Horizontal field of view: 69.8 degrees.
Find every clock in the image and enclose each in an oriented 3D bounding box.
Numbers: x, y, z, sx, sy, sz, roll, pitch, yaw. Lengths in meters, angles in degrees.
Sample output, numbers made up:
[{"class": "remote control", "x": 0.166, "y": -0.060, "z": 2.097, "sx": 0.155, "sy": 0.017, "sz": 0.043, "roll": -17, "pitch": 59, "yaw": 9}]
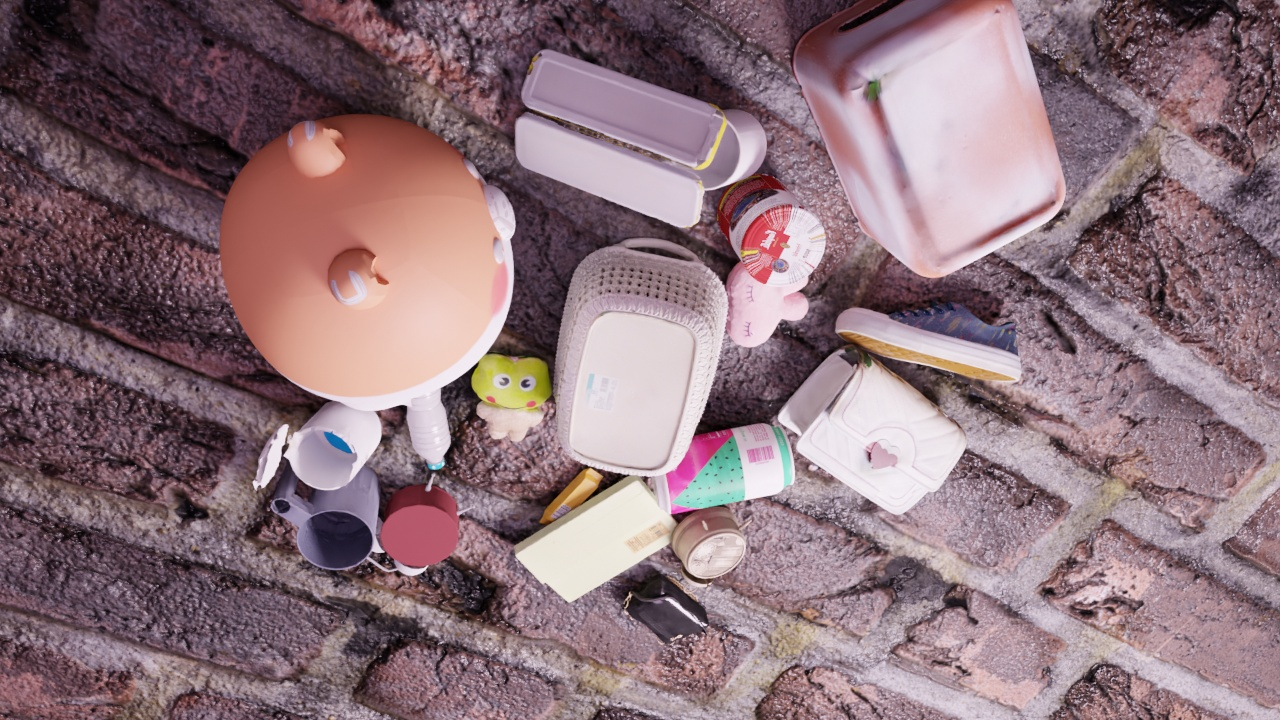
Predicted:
[{"class": "clock", "x": -0.277, "y": 0.207, "z": 1.121, "sx": 0.138, "sy": 0.048, "sz": 0.096, "roll": -39, "pitch": 117, "yaw": 12}, {"class": "clock", "x": 0.087, "y": 0.256, "z": 1.195, "sx": 0.092, "sy": 0.054, "sz": 0.141, "roll": 4, "pitch": 122, "yaw": -26}]

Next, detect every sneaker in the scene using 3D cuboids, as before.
[{"class": "sneaker", "x": 0.346, "y": -0.036, "z": 1.082, "sx": 0.235, "sy": 0.087, "sz": 0.079, "roll": 13, "pitch": 83, "yaw": -11}]

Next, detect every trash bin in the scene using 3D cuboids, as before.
[{"class": "trash bin", "x": 0.291, "y": -0.234, "z": 0.920, "sx": 0.181, "sy": 0.157, "sz": 0.260, "roll": -28, "pitch": 118, "yaw": 6}]

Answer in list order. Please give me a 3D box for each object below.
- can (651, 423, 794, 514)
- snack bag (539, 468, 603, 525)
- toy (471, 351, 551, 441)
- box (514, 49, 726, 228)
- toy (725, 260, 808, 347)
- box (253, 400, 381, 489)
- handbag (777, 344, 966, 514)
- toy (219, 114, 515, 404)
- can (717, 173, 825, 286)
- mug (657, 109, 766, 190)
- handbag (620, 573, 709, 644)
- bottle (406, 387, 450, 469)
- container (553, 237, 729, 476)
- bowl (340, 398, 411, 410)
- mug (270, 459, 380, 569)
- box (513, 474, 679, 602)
[{"class": "can", "x": 0.097, "y": 0.130, "z": 1.118, "sx": 0.166, "sy": 0.088, "sz": 0.088, "roll": -10, "pitch": 119, "yaw": -4}, {"class": "snack bag", "x": -0.087, "y": 0.172, "z": 1.149, "sx": 0.026, "sy": 0.020, "sz": 0.099, "roll": 34, "pitch": 108, "yaw": -29}, {"class": "toy", "x": -0.150, "y": 0.044, "z": 1.059, "sx": 0.092, "sy": 0.043, "sz": 0.118, "roll": 5, "pitch": 118, "yaw": -13}, {"class": "box", "x": -0.026, "y": -0.215, "z": 0.893, "sx": 0.210, "sy": 0.045, "sz": 0.128, "roll": 23, "pitch": 117, "yaw": 15}, {"class": "toy", "x": 0.144, "y": -0.070, "z": 1.045, "sx": 0.105, "sy": 0.053, "sz": 0.108, "roll": -17, "pitch": 119, "yaw": -17}, {"class": "box", "x": -0.345, "y": 0.099, "z": 0.990, "sx": 0.094, "sy": 0.165, "sz": 0.084, "roll": 28, "pitch": 105, "yaw": -10}, {"class": "handbag", "x": 0.288, "y": 0.086, "z": 1.122, "sx": 0.198, "sy": 0.096, "sz": 0.142, "roll": 32, "pitch": 108, "yaw": -21}, {"class": "toy", "x": -0.243, "y": -0.096, "z": 0.833, "sx": 0.265, "sy": 0.281, "sz": 0.262, "roll": -18, "pitch": 83, "yaw": -4}, {"class": "can", "x": 0.135, "y": -0.139, "z": 0.966, "sx": 0.086, "sy": 0.116, "sz": 0.087, "roll": -4, "pitch": 118, "yaw": -7}, {"class": "mug", "x": 0.063, "y": -0.209, "z": 0.927, "sx": 0.111, "sy": 0.090, "sz": 0.074, "roll": -11, "pitch": 101, "yaw": 26}, {"class": "handbag", "x": 0.033, "y": 0.342, "z": 1.241, "sx": 0.079, "sy": 0.054, "sz": 0.128, "roll": -37, "pitch": 119, "yaw": 15}, {"class": "bottle", "x": -0.246, "y": 0.064, "z": 1.053, "sx": 0.044, "sy": 0.044, "sz": 0.136, "roll": -7, "pitch": 118, "yaw": -6}, {"class": "container", "x": -0.006, "y": 0.006, "z": 1.005, "sx": 0.185, "sy": 0.143, "sz": 0.252, "roll": 12, "pitch": 115, "yaw": 0}, {"class": "bowl", "x": -0.301, "y": 0.005, "z": 0.985, "sx": 0.115, "sy": 0.050, "sz": 0.115, "roll": 5, "pitch": 108, "yaw": 14}, {"class": "mug", "x": -0.360, "y": 0.164, "z": 1.053, "sx": 0.084, "sy": 0.104, "sz": 0.124, "roll": -43, "pitch": 115, "yaw": 14}, {"class": "box", "x": -0.049, "y": 0.233, "z": 1.174, "sx": 0.187, "sy": 0.030, "sz": 0.138, "roll": -31, "pitch": 126, "yaw": 6}]
